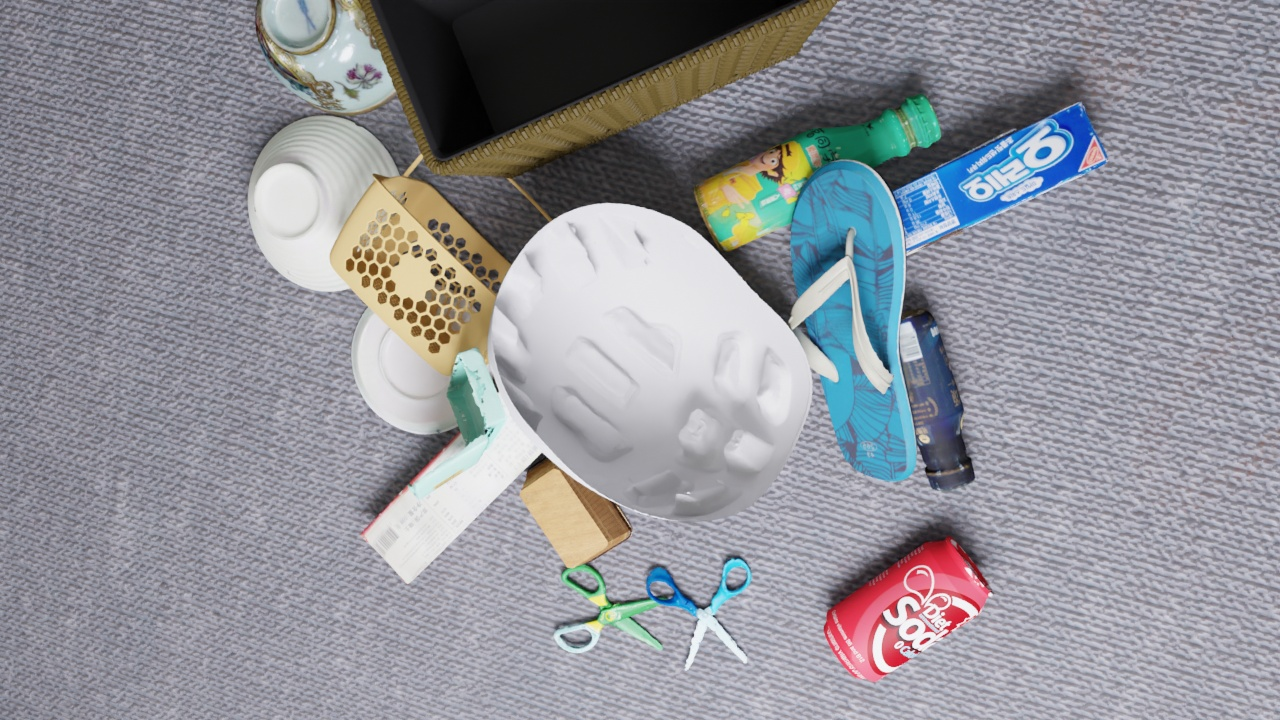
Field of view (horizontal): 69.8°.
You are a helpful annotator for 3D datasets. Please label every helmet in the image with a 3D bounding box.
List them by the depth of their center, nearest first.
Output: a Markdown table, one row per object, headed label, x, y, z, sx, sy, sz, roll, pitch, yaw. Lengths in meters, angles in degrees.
| label | x | y | z | sx | sy | sz | roll | pitch | yaw |
| --- | --- | --- | --- | --- | --- | --- | --- | --- | --- |
| helmet | -0.005 | 0.004 | 0.769 | 0.184 | 0.282 | 0.223 | 1 | 60 | 50 |

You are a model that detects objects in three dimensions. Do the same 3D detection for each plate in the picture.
| label | x | y | z | sx | sy | sz | roll | pitch | yaw |
| --- | --- | --- | --- | --- | --- | --- | --- | --- | --- |
| plate | -0.224 | -0.001 | 0.931 | 0.157 | 0.014 | 0.157 | 1 | 97 | 12 |

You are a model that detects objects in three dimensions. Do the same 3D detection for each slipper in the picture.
| label | x | y | z | sx | sy | sz | roll | pitch | yaw |
| --- | --- | --- | --- | --- | --- | --- | --- | --- | --- |
| slipper | 0.172 | -0.020 | 0.777 | 0.118 | 0.060 | 0.295 | 15 | 125 | 52 |

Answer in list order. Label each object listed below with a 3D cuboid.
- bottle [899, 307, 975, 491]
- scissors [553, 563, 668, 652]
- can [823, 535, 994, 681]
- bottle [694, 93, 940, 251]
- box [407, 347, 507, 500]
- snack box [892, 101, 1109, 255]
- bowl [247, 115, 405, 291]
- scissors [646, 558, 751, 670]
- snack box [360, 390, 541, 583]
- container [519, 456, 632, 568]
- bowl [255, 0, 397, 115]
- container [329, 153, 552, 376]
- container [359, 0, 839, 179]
| label | x | y | z | sx | sy | sz | roll | pitch | yaw |
| --- | --- | --- | --- | --- | --- | --- | --- | --- | --- |
| bottle | 0.253 | 0.035 | 0.812 | 0.056 | 0.056 | 0.161 | -18 | 93 | 14 |
| scissors | -0.034 | 0.262 | 0.925 | 0.128 | 0.012 | 0.122 | 34 | 99 | 5 |
| can | 0.240 | 0.225 | 0.830 | 0.143 | 0.074 | 0.074 | -40 | 88 | 14 |
| bottle | 0.153 | -0.167 | 0.801 | 0.210 | 0.068 | 0.068 | -24 | 92 | 14 |
| box | -0.167 | 0.060 | 0.789 | 0.109 | 0.187 | 0.078 | -40 | 89 | -16 |
| snack box | 0.271 | -0.140 | 0.785 | 0.227 | 0.059 | 0.059 | -26 | 87 | 14 |
| bowl | -0.329 | -0.155 | 0.905 | 0.177 | 0.070 | 0.177 | 2 | 97 | 12 |
| scissors | 0.057 | 0.245 | 0.903 | 0.129 | 0.014 | 0.127 | 17 | 101 | 5 |
| snack box | -0.164 | 0.106 | 0.919 | 0.076 | 0.044 | 0.273 | 45 | 103 | 3 |
| container | -0.066 | 0.145 | 0.892 | 0.063 | 0.061 | 0.114 | -34 | 89 | 14 |
| bowl | -0.299 | -0.318 | 0.865 | 0.160 | 0.093 | 0.160 | 1 | 97 | 11 |
| container | -0.167 | -0.099 | 0.847 | 0.183 | 0.129 | 0.167 | 45 | 100 | 4 |
| container | -0.027 | -0.280 | 0.740 | 0.321 | 0.205 | 0.176 | -22 | 92 | 8 |
